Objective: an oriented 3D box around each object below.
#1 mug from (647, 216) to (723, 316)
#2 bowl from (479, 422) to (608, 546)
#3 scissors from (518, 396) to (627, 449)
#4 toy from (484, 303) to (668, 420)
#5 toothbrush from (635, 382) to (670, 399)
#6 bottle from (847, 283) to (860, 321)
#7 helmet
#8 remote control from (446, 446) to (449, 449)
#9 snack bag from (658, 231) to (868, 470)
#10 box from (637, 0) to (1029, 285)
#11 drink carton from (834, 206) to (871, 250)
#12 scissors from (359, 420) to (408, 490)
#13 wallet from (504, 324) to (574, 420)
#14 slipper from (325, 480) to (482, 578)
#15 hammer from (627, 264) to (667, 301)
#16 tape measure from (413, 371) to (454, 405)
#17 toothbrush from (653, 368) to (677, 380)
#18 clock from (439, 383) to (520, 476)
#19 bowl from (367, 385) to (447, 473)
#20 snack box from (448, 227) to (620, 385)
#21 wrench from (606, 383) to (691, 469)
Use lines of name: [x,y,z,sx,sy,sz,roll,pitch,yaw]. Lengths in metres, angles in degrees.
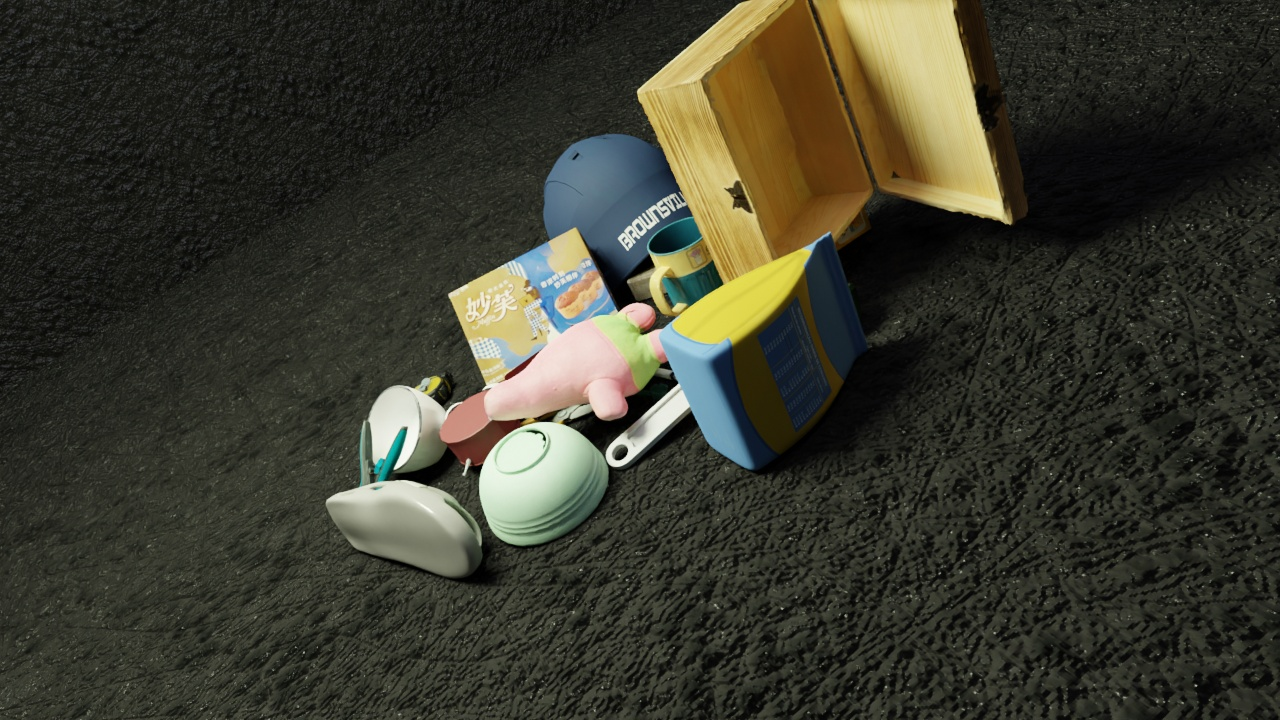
mug: [0.055,-0.101,1.122,0.083,0.107,0.113,9,45,41]
bowl: [-0.117,0.123,1.014,0.151,0.077,0.150,-16,38,13]
scissors: [-0.120,0.078,1.163,0.217,0.016,0.224,10,47,48]
toy: [-0.072,0.014,1.079,0.236,0.097,0.192,-26,32,-11]
toothbrush: [-0.041,0.033,1.141,0.190,0.017,0.016,3,45,37]
bottle: [0.165,-0.054,1.071,0.174,0.055,0.055,-4,37,29]
helmet: [-0.045,-0.230,1.422,0.231,0.223,0.273,-38,-6,-20]
remote control: [-0.288,0.115,1.255,0.140,0.009,0.030,-12,33,27]
snack bag: [0.141,-0.014,0.936,0.205,0.159,0.102,-36,32,-16]
box: [0.238,-0.260,0.998,0.324,0.279,0.283,0,40,43]
drink carton: [0.235,-0.170,1.203,0.122,0.058,0.040,-34,30,-9]
scissors: [-0.340,0.137,1.171,0.124,0.019,0.154,44,106,37]
wallet: [-0.110,0.014,1.178,0.115,0.018,0.091,-39,48,-2]
slipper: [-0.259,0.177,1.052,0.267,0.113,0.080,-6,25,44]
hammer: [0.065,-0.064,1.206,0.158,0.037,0.300,-23,29,10]
tape measure: [-0.312,0.047,1.358,0.062,0.034,0.061,-22,32,14]
toothbrush: [-0.007,0.007,1.176,0.187,0.017,0.012,12,51,49]
clock: [-0.202,0.079,1.161,0.096,0.048,0.137,-29,30,6]
bowl: [-0.301,0.094,1.207,0.117,0.065,0.116,-11,73,37]
snack box: [-0.140,-0.065,1.268,0.203,0.069,0.155,-27,71,3]
wrench: [0.073,0.032,1.024,0.273,0.018,0.086,-42,48,-1]
